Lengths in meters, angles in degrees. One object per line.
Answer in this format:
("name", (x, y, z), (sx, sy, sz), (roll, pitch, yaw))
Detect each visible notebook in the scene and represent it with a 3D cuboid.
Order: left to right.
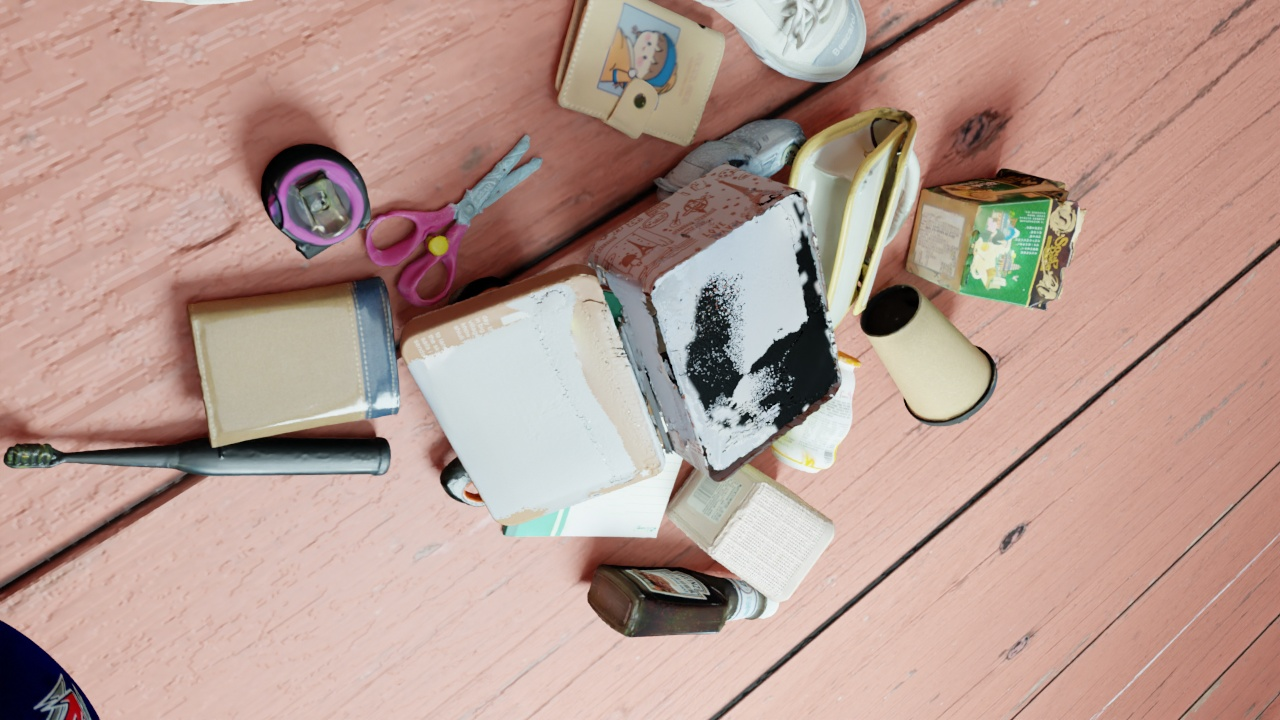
("notebook", (-0.017, 0.048, 0.731), (0.150, 0.012, 0.209), (7, 108, -36))

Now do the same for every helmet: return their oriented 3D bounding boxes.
("helmet", (-0.405, 0.247, 0.400), (0.314, 0.241, 0.247), (-41, 130, -27))

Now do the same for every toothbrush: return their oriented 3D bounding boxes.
("toothbrush", (-0.258, 0.058, 0.556), (0.212, 0.027, 0.026), (5, 64, -36))

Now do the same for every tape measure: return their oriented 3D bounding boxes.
("tape measure", (-0.185, -0.093, 0.523), (0.057, 0.039, 0.058), (-35, 128, -16))

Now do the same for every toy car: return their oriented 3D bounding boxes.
("toy car", (0.066, -0.143, 0.665), (0.120, 0.054, 0.037), (-34, 129, -18))

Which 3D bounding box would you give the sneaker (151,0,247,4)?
("sneaker", (-0.242, -0.215, 0.385), (0.240, 0.118, 0.088), (-4, 134, -28))

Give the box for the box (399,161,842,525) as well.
("box", (-0.005, 0.004, 0.614), (0.259, 0.110, 0.179), (-32, 128, -18))

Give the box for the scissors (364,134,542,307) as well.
("scissors", (-0.118, -0.101, 0.586), (0.073, 0.017, 0.137), (43, 80, -31))

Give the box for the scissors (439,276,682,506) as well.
("scissors", (-0.063, 0.014, 0.665), (0.234, 0.022, 0.221), (-46, 133, -6))

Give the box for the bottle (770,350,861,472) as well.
("bottle", (0.158, 0.043, 0.816), (0.063, 0.063, 0.108), (13, 105, -38))

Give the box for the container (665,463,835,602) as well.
("container", (0.093, 0.140, 0.804), (0.111, 0.090, 0.090), (38, 88, -38))

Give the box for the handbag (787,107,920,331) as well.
("handbag", (0.183, -0.117, 0.733), (0.178, 0.063, 0.164), (-35, 146, -35))

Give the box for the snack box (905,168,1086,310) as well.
("snack box", (0.307, -0.110, 0.825), (0.105, 0.117, 0.118), (-1, 111, -22))

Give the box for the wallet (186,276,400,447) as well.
("wallet", (-0.207, 0.000, 0.558), (0.115, 0.033, 0.090), (-12, 110, -30))

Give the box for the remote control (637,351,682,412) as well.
("remote control", (0.046, 0.011, 0.722), (0.136, 0.024, 0.053), (-16, 125, -39))

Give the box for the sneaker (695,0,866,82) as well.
("sneaker", (0.087, -0.254, 0.601), (0.242, 0.091, 0.089), (17, 103, -40))

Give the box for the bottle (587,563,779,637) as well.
("bottle", (0.048, 0.211, 0.812), (0.194, 0.080, 0.044), (12, 99, -40))

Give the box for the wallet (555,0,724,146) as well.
("wallet", (-0.001, -0.194, 0.615), (0.115, 0.024, 0.087), (8, 102, -39))

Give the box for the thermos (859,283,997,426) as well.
("thermos", (0.266, -0.004, 0.858), (0.143, 0.093, 0.093), (41, 86, -32))
